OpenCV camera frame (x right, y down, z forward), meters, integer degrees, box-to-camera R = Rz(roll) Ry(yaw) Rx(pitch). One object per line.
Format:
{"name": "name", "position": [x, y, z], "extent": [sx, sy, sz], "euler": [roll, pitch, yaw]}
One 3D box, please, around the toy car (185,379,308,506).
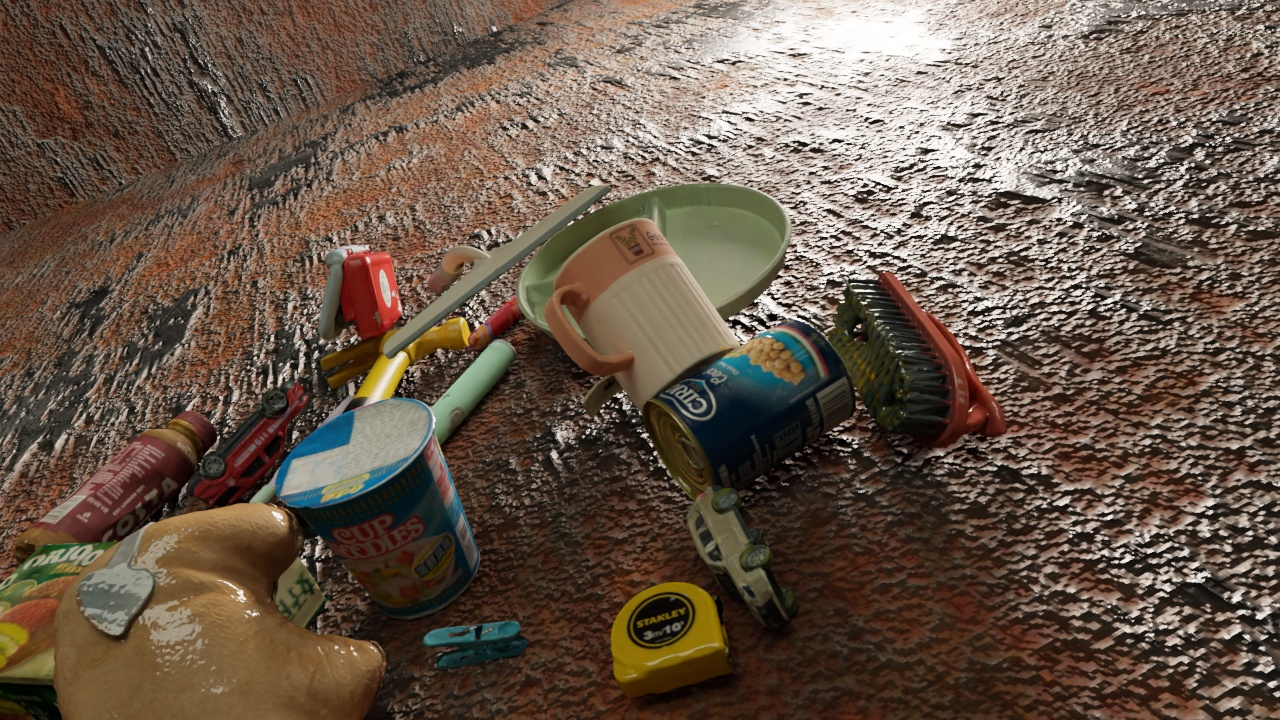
{"name": "toy car", "position": [-0.316, 0.068, 0.749], "extent": [0.120, 0.045, 0.053], "euler": [-52, 20, -12]}

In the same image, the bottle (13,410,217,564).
{"name": "bottle", "position": [-0.428, 0.109, 0.765], "extent": [0.058, 0.057, 0.174], "euler": [-4, 33, 28]}

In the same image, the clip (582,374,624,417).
{"name": "clip", "position": [0.001, 0.004, 0.694], "extent": [0.064, 0.034, 0.098], "euler": [-5, 36, 25]}

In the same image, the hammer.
{"name": "hammer", "position": [-0.222, 0.042, 0.736], "extent": [0.129, 0.033, 0.300], "euler": [-12, 24, 5]}

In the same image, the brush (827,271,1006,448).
{"name": "brush", "position": [0.170, 0.002, 0.566], "extent": [0.069, 0.063, 0.145], "euler": [7, 28, -11]}

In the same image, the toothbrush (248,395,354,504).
{"name": "toothbrush", "position": [-0.279, 0.085, 0.751], "extent": [0.029, 0.021, 0.188], "euler": [-42, 14, 34]}

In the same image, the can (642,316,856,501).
{"name": "can", "position": [0.068, 0.030, 0.563], "extent": [0.111, 0.075, 0.075], "euler": [-30, 31, -17]}

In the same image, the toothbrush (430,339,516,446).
{"name": "toothbrush", "position": [-0.164, 0.055, 0.718], "extent": [0.027, 0.026, 0.223], "euler": [2, 37, 30]}

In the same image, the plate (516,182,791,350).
{"name": "plate", "position": [0.010, -0.079, 0.747], "extent": [0.230, 0.027, 0.229], "euler": [-12, 35, 9]}

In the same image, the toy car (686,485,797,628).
{"name": "toy car", "position": [0.052, 0.105, 0.484], "extent": [0.035, 0.042, 0.090], "euler": [-32, 29, 0]}

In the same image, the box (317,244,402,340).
{"name": "box", "position": [-0.275, -0.068, 0.878], "extent": [0.068, 0.090, 0.201], "euler": [-11, 9, -8]}

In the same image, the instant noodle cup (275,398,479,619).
{"name": "instant noodle cup", "position": [-0.149, 0.094, 0.559], "extent": [0.099, 0.110, 0.099], "euler": [-15, 30, 9]}

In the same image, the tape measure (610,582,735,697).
{"name": "tape measure", "position": [0.015, 0.140, 0.460], "extent": [0.060, 0.029, 0.057], "euler": [-18, 30, 5]}

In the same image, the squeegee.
{"name": "squeegee", "position": [-0.173, -0.089, 0.877], "extent": [0.246, 0.039, 0.247], "euler": [-41, 15, -19]}

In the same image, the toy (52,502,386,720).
{"name": "toy", "position": [-0.195, 0.175, 0.445], "extent": [0.143, 0.083, 0.226], "euler": [-36, 69, -17]}

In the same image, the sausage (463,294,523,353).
{"name": "sausage", "position": [-0.117, -0.053, 0.878], "extent": [0.020, 0.020, 0.155], "euler": [4, 38, 37]}

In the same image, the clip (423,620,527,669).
{"name": "clip", "position": [-0.091, 0.157, 0.508], "extent": [0.056, 0.041, 0.014], "euler": [-13, 33, 7]}

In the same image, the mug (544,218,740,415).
{"name": "mug", "position": [-0.005, -0.024, 0.595], "extent": [0.114, 0.106, 0.082], "euler": [-18, -23, -45]}

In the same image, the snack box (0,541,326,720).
{"name": "snack box", "position": [-0.333, 0.176, 0.589], "extent": [0.240, 0.063, 0.114], "euler": [-7, 32, 23]}
